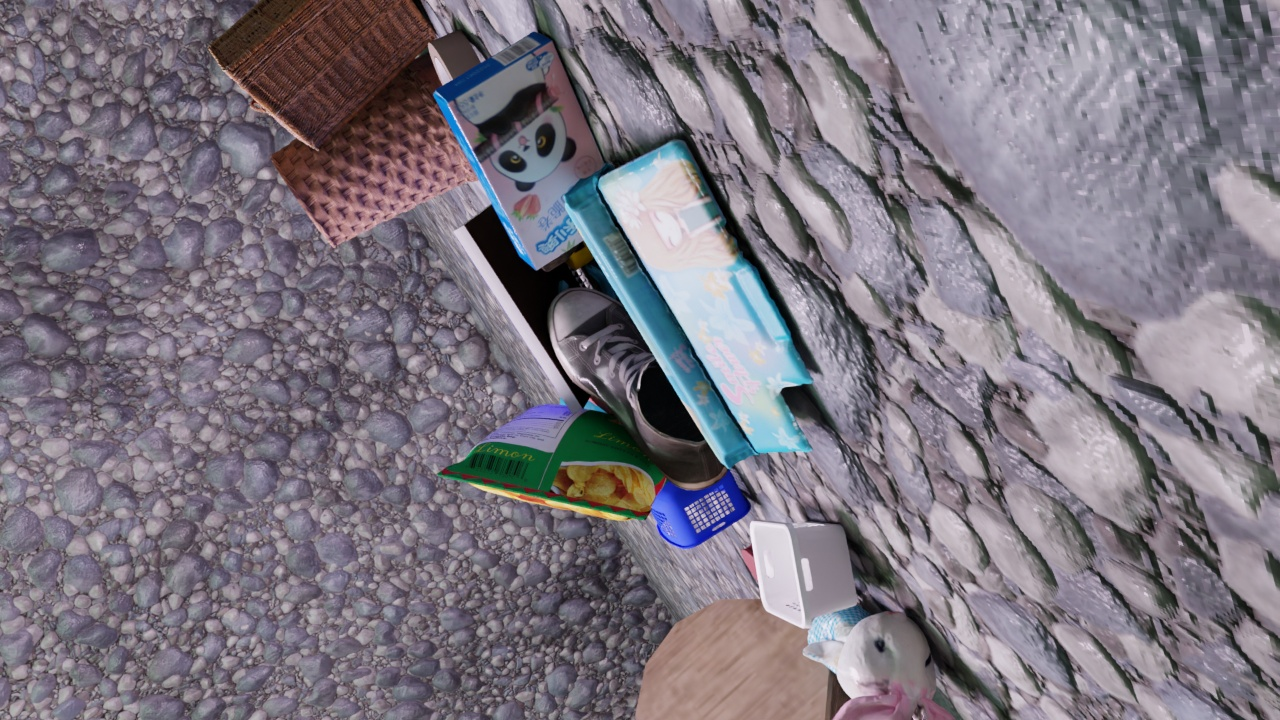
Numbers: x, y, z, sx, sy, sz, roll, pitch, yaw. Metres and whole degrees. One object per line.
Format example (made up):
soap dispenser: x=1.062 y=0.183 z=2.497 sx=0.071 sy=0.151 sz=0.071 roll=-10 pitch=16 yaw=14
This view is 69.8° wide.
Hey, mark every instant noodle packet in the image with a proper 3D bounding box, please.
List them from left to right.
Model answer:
instant noodle packet: x=-0.058 y=0.098 z=0.920 sx=0.252 sy=0.196 sz=0.090 roll=-34 pitch=-47 yaw=-72

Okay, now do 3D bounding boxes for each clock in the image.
clock: x=0.146 y=0.213 z=0.916 sx=0.087 sy=0.044 sz=0.125 roll=56 pitch=170 yaw=-3

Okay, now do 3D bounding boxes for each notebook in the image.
notebook: x=-0.096 y=-0.071 z=0.946 sx=0.209 sy=0.022 sz=0.171 roll=58 pitch=-156 yaw=-15

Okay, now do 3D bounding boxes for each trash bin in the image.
trash bin: x=-0.293 y=-0.232 z=1.052 sx=0.151 sy=0.210 sz=0.151 roll=53 pitch=170 yaw=13

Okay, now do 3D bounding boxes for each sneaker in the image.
sneaker: x=-0.005 y=0.005 z=0.827 sx=0.234 sy=0.095 sz=0.120 roll=54 pitch=167 yaw=22

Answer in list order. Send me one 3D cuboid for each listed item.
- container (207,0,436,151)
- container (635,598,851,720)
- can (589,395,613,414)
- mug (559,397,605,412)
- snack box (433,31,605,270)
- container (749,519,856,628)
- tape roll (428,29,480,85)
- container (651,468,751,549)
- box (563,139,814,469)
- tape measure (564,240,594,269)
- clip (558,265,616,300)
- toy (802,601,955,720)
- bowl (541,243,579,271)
container: x=-0.318 y=-0.322 z=0.927 sx=0.114 sy=0.198 sz=0.113 roll=40 pitch=173 yaw=47
container: x=0.123 y=0.360 z=0.888 sx=0.227 sy=0.227 sz=0.196 roll=43 pitch=173 yaw=49
can: x=-0.033 y=0.025 z=1.069 sx=0.067 sy=0.067 sz=0.170 roll=59 pitch=169 yaw=-17
mug: x=-0.037 y=0.073 z=1.244 sx=0.112 sy=0.084 sz=0.104 roll=24 pitch=-169 yaw=-49
snack box: x=-0.078 y=-0.150 z=0.679 sx=0.033 sy=0.088 sz=0.154 roll=45 pitch=166 yaw=47
container: x=0.135 y=0.170 z=0.761 sx=0.129 sy=0.049 sz=0.080 roll=130 pitch=131 yaw=-79
tape roll: x=-0.163 y=-0.257 z=0.857 sx=0.093 sy=0.030 sz=0.094 roll=59 pitch=170 yaw=17
container: x=0.055 y=0.144 z=0.978 sx=0.058 sy=0.096 sz=0.114 roll=63 pitch=168 yaw=-12
box: x=0.032 y=-0.030 z=0.627 sx=0.227 sy=0.074 sz=0.181 roll=58 pitch=170 yaw=-14
tape measure: x=-0.072 y=-0.119 z=0.910 sx=0.059 sy=0.030 sz=0.068 roll=58 pitch=170 yaw=-2
clip: x=-0.051 y=-0.029 z=0.927 sx=0.127 sy=0.113 sz=0.028 roll=70 pitch=164 yaw=-9
toy: x=0.193 y=0.236 z=0.734 sx=0.205 sy=0.131 sz=0.106 roll=-98 pitch=23 yaw=-69
bowl: x=-0.080 y=-0.142 z=0.778 sx=0.121 sy=0.056 sz=0.121 roll=-23 pitch=-91 yaw=-86
